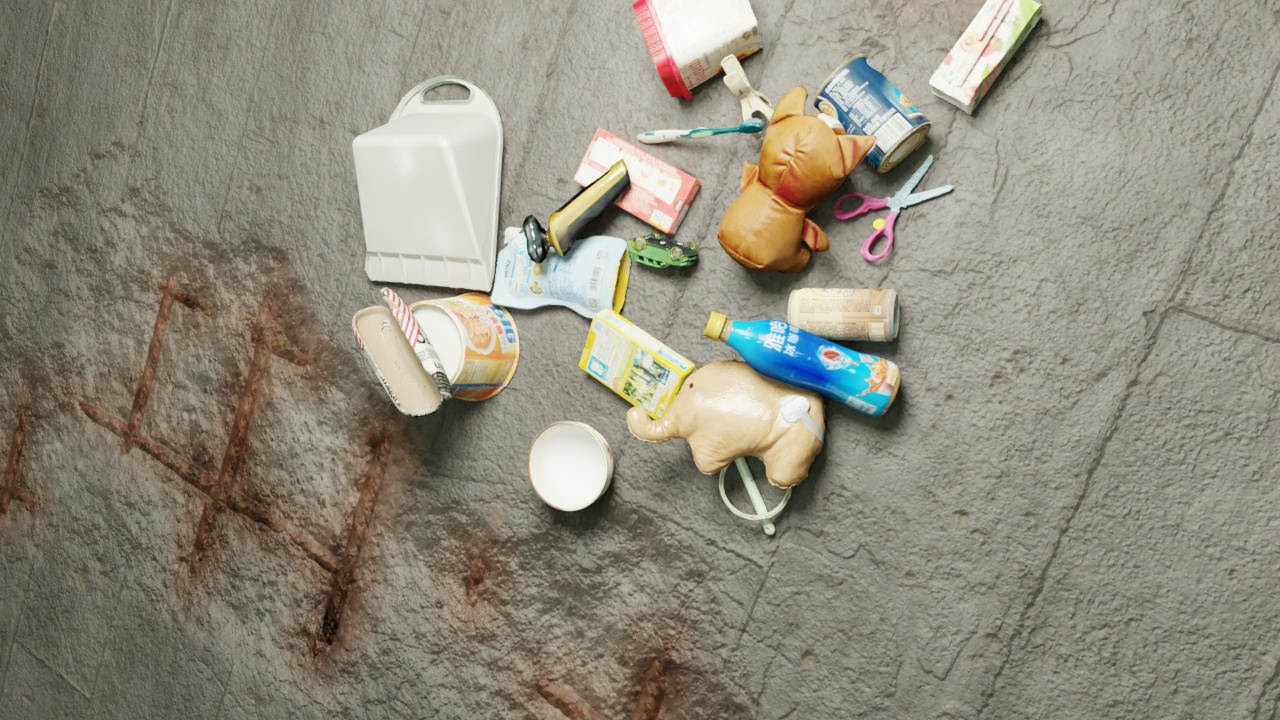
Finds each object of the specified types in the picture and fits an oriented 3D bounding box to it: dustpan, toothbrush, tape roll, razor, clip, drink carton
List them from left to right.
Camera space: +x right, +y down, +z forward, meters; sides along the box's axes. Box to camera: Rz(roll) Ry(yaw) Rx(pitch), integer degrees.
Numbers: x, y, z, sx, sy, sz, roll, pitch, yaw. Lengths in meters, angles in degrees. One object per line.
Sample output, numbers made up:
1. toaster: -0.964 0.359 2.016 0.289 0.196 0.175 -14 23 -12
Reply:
1. dustpan: -0.279 -0.249 1.268 0.223 0.142 0.258 7 120 27
2. razor: -0.079 -0.188 1.139 0.168 0.062 0.067 -39 105 12
3. toothbrush: 0.068 -0.274 1.096 0.192 0.016 0.018 7 58 42
4. toothbrush: 0.119 0.123 1.111 0.029 0.020 0.189 -27 83 31
5. clip: 0.126 -0.301 1.059 0.035 0.071 0.100 -25 126 21
6. tape roll: 0.136 0.147 1.091 0.086 0.014 0.085 0 86 3
7. drink carton: 0.366 -0.331 0.974 0.053 0.045 0.123 39 106 19

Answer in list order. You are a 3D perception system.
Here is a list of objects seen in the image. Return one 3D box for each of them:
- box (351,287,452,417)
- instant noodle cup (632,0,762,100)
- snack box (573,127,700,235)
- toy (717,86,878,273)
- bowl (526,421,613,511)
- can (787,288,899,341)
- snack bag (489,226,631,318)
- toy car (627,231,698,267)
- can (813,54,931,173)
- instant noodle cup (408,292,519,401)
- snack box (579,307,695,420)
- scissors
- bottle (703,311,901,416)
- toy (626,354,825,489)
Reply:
1. box: -0.299 -0.005 1.139 0.088 0.076 0.163 -34 79 -2
2. instant noodle cup: 0.070 -0.385 1.072 0.124 0.116 0.116 -21 83 12
3. snack box: -0.005 -0.225 1.151 0.153 0.025 0.075 32 103 19
4. toy: 0.171 -0.193 1.029 0.140 0.130 0.200 35 126 17
5. bowl: -0.082 0.131 1.176 0.114 0.062 0.113 1 93 23
6. can: 0.229 -0.052 1.036 0.116 0.058 0.058 3 93 23
7. snack bag: -0.107 -0.115 1.194 0.191 0.038 0.110 11 101 25
8. toy car: 0.027 -0.134 1.130 0.091 0.043 0.036 16 113 31
9. can: 0.255 -0.269 1.009 0.075 0.075 0.111 -44 76 18
10. instant noodle cup: -0.253 -0.017 1.220 0.151 0.111 0.151 1 91 24
11. snack box: -0.007 0.007 1.138 0.140 0.033 0.087 35 130 20
12. scissors: 0.280 -0.180 1.035 0.113 0.017 0.134 40 102 22
13. bottle: 0.176 -0.003 1.020 0.218 0.065 0.065 21 100 0
14. toy: 0.101 0.064 1.066 0.226 0.082 0.143 10 69 12
